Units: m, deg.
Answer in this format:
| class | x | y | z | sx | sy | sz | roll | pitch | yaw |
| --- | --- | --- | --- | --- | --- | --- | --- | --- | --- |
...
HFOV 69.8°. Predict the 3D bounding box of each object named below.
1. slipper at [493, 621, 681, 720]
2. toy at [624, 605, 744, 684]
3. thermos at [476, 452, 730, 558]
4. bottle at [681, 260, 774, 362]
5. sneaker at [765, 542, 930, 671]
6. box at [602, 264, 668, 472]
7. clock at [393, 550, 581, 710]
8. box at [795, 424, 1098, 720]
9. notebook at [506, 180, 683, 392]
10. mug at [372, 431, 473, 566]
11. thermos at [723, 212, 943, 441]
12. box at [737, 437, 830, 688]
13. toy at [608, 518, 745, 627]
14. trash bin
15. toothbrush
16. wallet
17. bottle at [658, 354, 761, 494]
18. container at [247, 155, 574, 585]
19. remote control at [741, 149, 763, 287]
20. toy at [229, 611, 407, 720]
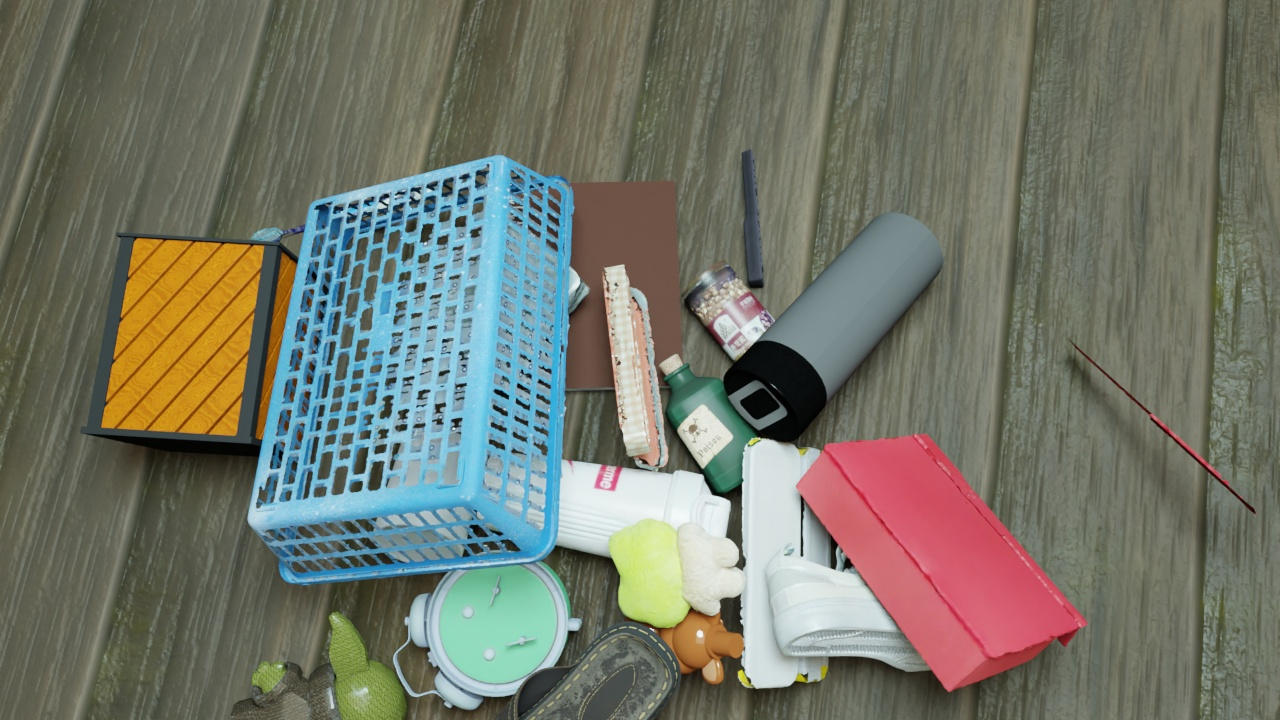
| class | x | y | z | sx | sy | sz | roll | pitch | yaw |
| --- | --- | --- | --- | --- | --- | --- | --- | --- | --- |
| slipper | -0.074 | 0.323 | 0.764 | 0.113 | 0.075 | 0.268 | 46 | 105 | 8 |
| toy | 0.039 | 0.235 | 0.790 | 0.065 | 0.128 | 0.095 | 3 | 83 | -44 |
| thermos | -0.032 | 0.136 | 0.825 | 0.220 | 0.099 | 0.099 | 9 | 79 | 5 |
| bottle | 0.093 | -0.038 | 0.878 | 0.056 | 0.056 | 0.105 | -37 | 81 | -7 |
| sneaker | 0.208 | 0.207 | 0.786 | 0.242 | 0.090 | 0.090 | 15 | 45 | -29 |
| box | -0.007 | 0.005 | 0.823 | 0.042 | 0.083 | 0.186 | -10 | 64 | 6 |
| clock | -0.141 | 0.240 | 0.812 | 0.161 | 0.075 | 0.122 | -29 | 80 | -5 |
| box | 0.241 | 0.159 | 0.758 | 0.164 | 0.153 | 0.214 | -30 | 56 | -3 |
| notebook | -0.047 | -0.075 | 0.904 | 0.171 | 0.022 | 0.209 | -2 | 79 | -2 |
| mug | -0.199 | 0.128 | 0.826 | 0.078 | 0.112 | 0.096 | 37 | 43 | -32 |
| thermos | 0.176 | -0.034 | 0.826 | 0.082 | 0.082 | 0.239 | 42 | 62 | 8 |
| box | 0.131 | 0.178 | 0.811 | 0.036 | 0.129 | 0.209 | -7 | 75 | 43 |
| toy | 0.029 | 0.172 | 0.748 | 0.115 | 0.046 | 0.092 | -10 | 93 | 25 |
| trash bin | -0.380 | -0.007 | 0.829 | 0.140 | 0.140 | 0.171 | 3 | 79 | 0 |
| toothbrush | -0.298 | -0.147 | 0.920 | 0.189 | 0.017 | 0.016 | -17 | 78 | -3 |
| wallet | -0.123 | -0.053 | 0.859 | 0.100 | 0.054 | 0.131 | 43 | 91 | 12 |
| bottle | 0.061 | 0.054 | 0.852 | 0.061 | 0.061 | 0.131 | -32 | 85 | -5 |
| container | -0.195 | -0.008 | 0.773 | 0.257 | 0.089 | 0.361 | -10 | 62 | 18 |
| remote control | 0.110 | -0.141 | 0.913 | 0.015 | 0.032 | 0.136 | -5 | 78 | 10 |
| toy | -0.279 | 0.315 | 0.795 | 0.152 | 0.078 | 0.179 | -22 | 104 | -9 |
